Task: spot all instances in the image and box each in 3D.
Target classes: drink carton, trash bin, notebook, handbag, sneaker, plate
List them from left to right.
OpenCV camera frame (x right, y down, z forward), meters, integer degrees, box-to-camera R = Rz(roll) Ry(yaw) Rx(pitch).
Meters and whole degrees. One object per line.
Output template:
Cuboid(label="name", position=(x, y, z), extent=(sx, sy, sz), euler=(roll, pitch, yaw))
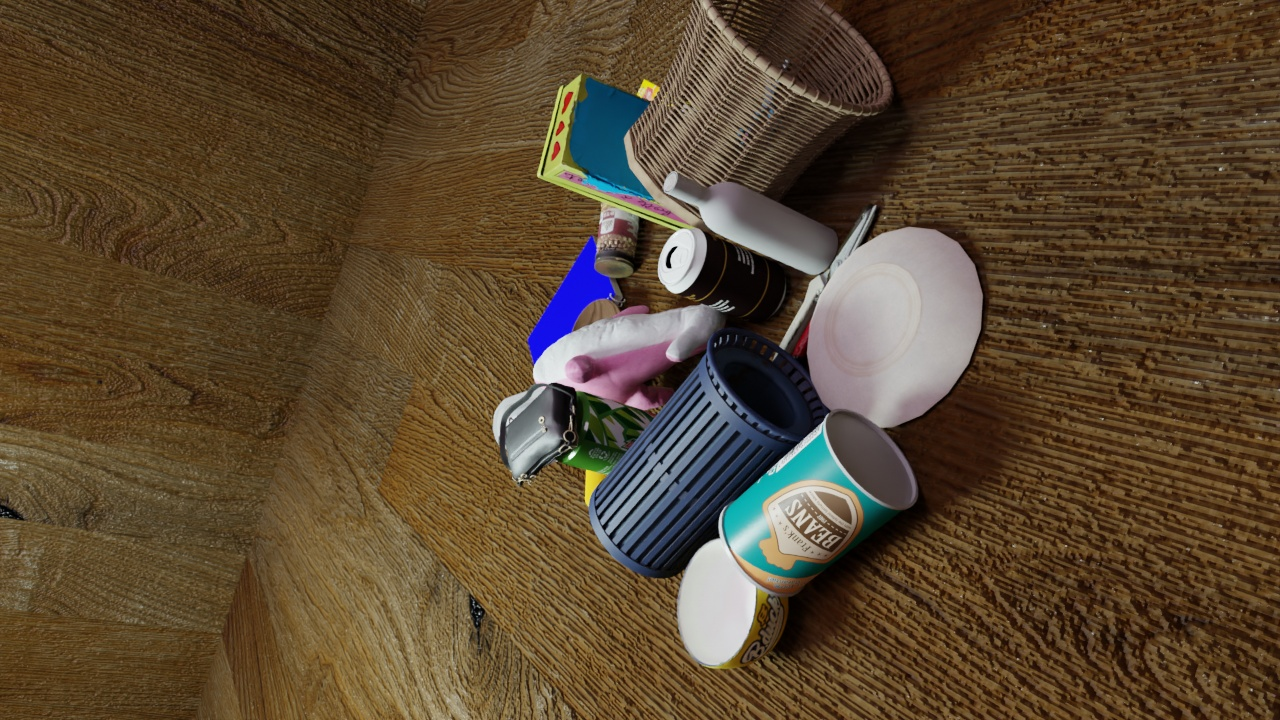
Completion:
Cuboid(label="sneaker", position=(-0.142, 0.101, 1.275), extent=(0.237, 0.099, 0.089), euler=(-29, 37, 47))
Cuboid(label="handbag", position=(-0.110, 0.082, 0.994), extent=(0.129, 0.054, 0.079), euler=(-41, 45, 36))
Cuboid(label="notebook", position=(-0.101, -0.058, 1.368), extent=(0.210, 0.022, 0.171), euler=(-55, 33, 26))
Cuboid(label="drink carton", position=(0.031, -0.349, 1.287), extent=(0.059, 0.043, 0.134), euler=(-63, 31, 16))
Cuboid(label="trash bin", position=(0.058, 0.103, 0.919), extent=(0.250, 0.139, 0.139), euler=(-52, 36, 32))
Cuboid(label="plate", position=(0.216, -0.034, 0.826), extent=(0.189, 0.027, 0.188), euler=(-26, 56, 45))

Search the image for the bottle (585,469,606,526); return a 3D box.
Cuboid(label="bottle", position=(-0.047, 0.138, 1.156), extent=(0.043, 0.043, 0.143), euler=(-32, 49, 47))

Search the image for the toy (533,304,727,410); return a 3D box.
Cuboid(label="toy", position=(-0.006, 0.006, 1.078), extent=(0.266, 0.128, 0.186), euler=(-18, 19, 32))

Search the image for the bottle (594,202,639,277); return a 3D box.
Cuboid(label="bottle", position=(-0.032, -0.174, 1.281), extent=(0.056, 0.056, 0.105), euler=(-21, 57, 52))

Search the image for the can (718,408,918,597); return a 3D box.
Cuboid(label="can", position=(0.151, 0.124, 0.793), extent=(0.144, 0.099, 0.099), euler=(-49, 38, 33))

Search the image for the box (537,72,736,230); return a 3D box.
Cuboid(label="box", position=(-0.003, -0.246, 1.108), extent=(0.079, 0.220, 0.124), euler=(-7, 70, 65))

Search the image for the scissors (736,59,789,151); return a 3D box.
Cuboid(label="scissors", position=(0.153, -0.295, 1.093), extent=(0.139, 0.015, 0.118), euler=(-67, 31, 19))

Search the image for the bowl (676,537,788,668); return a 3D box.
Cuboid(label="bowl", position=(0.095, 0.229, 0.858), extent=(0.118, 0.067, 0.117), euler=(-34, 47, 46))

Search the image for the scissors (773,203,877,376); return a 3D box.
Cuboid(label="scissors", position=(0.186, -0.063, 0.917), extent=(0.189, 0.015, 0.139), euler=(-43, 40, 39))

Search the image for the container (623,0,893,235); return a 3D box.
Cuboid(label="container", position=(0.111, -0.263, 0.957), extent=(0.197, 0.226, 0.226), euler=(-52, 35, 41))

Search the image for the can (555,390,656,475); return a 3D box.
Cuboid(label="can", position=(-0.023, 0.091, 1.044), extent=(0.083, 0.144, 0.083), euler=(-34, 46, 45))

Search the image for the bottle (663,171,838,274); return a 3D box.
Cuboid(label="bottle", position=(0.107, -0.140, 0.906), extent=(0.053, 0.195, 0.052), euler=(-33, 47, 46))

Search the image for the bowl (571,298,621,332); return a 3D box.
Cuboid(label="bowl", position=(-0.049, -0.022, 1.244), extent=(0.120, 0.032, 0.119), euler=(-17, 68, 46))

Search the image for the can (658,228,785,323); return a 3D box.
Cuboid(label="can", position=(0.088, -0.089, 0.975), extent=(0.072, 0.128, 0.071), euler=(-33, 48, 46))
